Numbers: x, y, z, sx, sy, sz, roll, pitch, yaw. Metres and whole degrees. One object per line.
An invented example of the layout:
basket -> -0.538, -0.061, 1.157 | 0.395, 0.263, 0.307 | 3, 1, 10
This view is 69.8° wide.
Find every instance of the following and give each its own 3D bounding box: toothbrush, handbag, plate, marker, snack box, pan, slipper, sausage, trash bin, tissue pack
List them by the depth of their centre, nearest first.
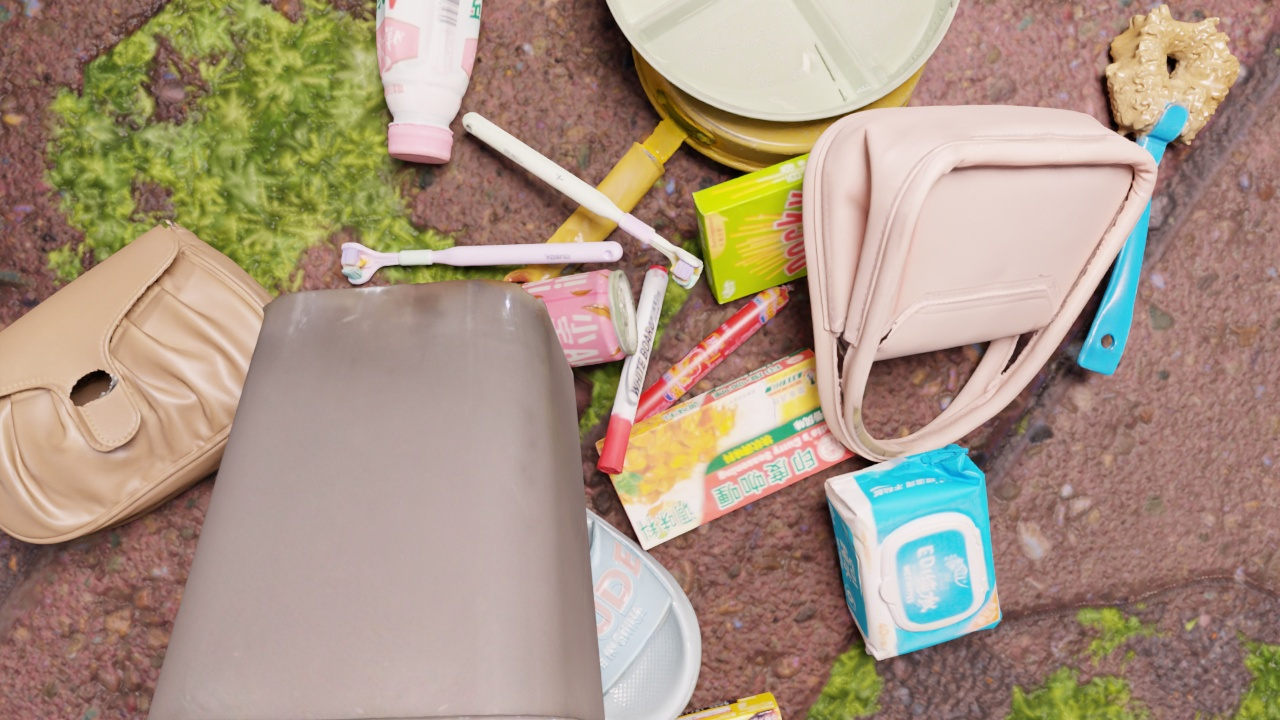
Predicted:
trash bin -> -0.119, 0.091, 0.484 | 0.199, 0.199, 0.219 | -4, 66, 4
handbag -> 0.186, -0.034, 0.557 | 0.193, 0.093, 0.235 | -8, 121, -25
plate -> 0.085, -0.254, 0.565 | 0.230, 0.027, 0.230 | 0, 83, -4
handbag -> -0.321, 0.015, 0.571 | 0.204, 0.100, 0.148 | -37, 88, -4
toothbrush -> -0.041, -0.105, 0.579 | 0.189, 0.029, 0.020 | 36, 61, 14
tissue pack -> 0.176, 0.124, 0.586 | 0.090, 0.063, 0.140 | -16, 114, -1
snack box -> 0.115, -0.095, 0.590 | 0.156, 0.086, 0.026 | -18, 50, -2
slipper -> -0.057, 0.140, 0.592 | 0.245, 0.074, 0.104 | 44, 88, 0
marker -> -0.004, 0.003, 0.595 | 0.017, 0.017, 0.145 | 15, 69, -2
toothbrush -> -0.105, -0.068, 0.597 | 0.189, 0.021, 0.029 | -1, 116, 10
pan -> 0.036, -0.163, 0.606 | 0.197, 0.078, 0.357 | 45, 83, 2
snack box -> 0.056, 0.058, 0.609 | 0.156, 0.027, 0.077 | -24, 106, -1
snack box -> 0.065, 0.304, 0.617 | 0.087, 0.033, 0.140 | -13, 93, -1
sausage -> 0.043, -0.002, 0.619 | 0.156, 0.020, 0.020 | -41, 91, -1

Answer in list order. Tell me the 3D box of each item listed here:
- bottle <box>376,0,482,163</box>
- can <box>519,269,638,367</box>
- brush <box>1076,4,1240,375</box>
bottle -> -0.136, -0.229, 0.592 | 0.068, 0.068, 0.197 | 5, 94, -2
can -> -0.078, -0.019, 0.584 | 0.147, 0.058, 0.058 | -9, 91, 11
brush -> 0.332, -0.115, 0.608 | 0.083, 0.046, 0.254 | 17, 84, -5
